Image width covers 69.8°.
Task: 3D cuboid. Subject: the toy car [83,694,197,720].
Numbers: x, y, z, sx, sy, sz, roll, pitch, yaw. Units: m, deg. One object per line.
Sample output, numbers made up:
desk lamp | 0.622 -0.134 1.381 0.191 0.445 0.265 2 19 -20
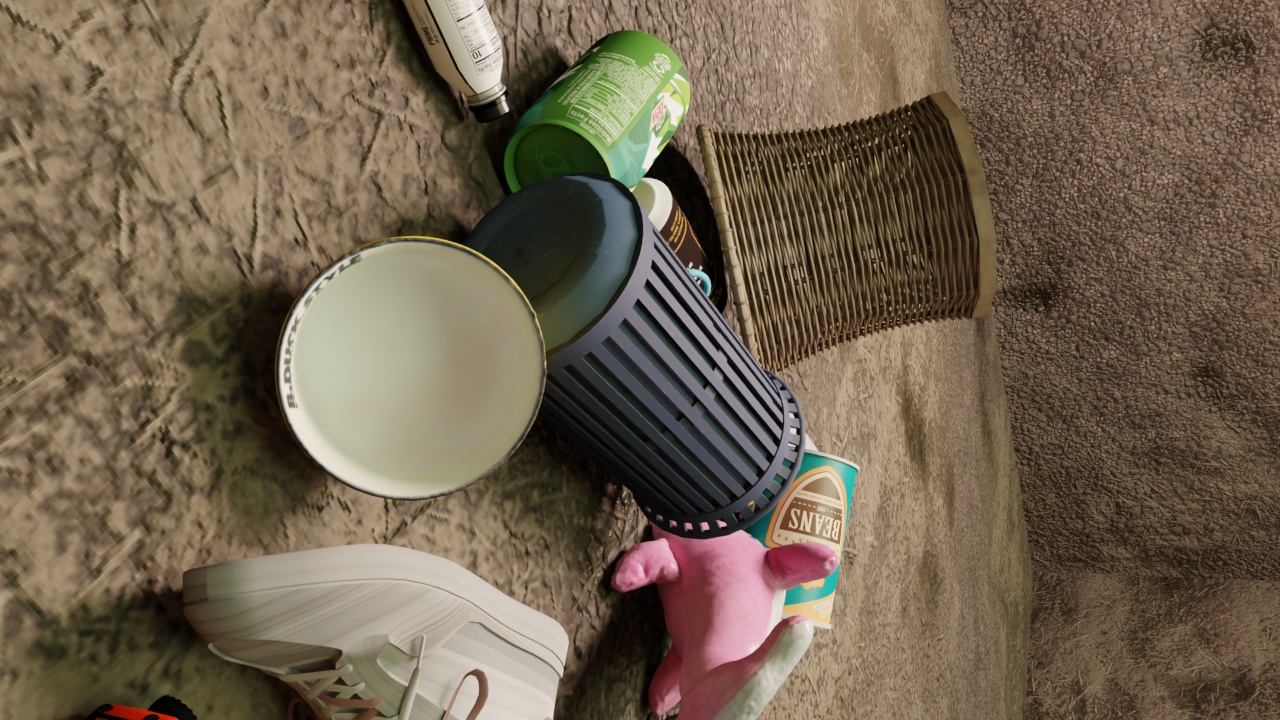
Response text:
toy car | -0.187 0.158 0.301 0.100 0.051 0.049 -50 131 -53

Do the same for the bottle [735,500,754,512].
bottle | 0.064 0.074 0.775 0.056 0.056 0.105 -61 138 -46

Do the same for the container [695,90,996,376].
container | 0.166 -0.107 0.767 0.226 0.196 0.227 -11 89 -83

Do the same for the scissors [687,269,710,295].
scissors | -0.003 -0.045 0.637 0.015 0.118 0.139 64 5 35

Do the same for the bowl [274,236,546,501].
bowl | -0.108 0.001 0.431 0.117 0.068 0.117 -3 99 -19

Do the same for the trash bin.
trash bin | -0.004 0.003 0.576 0.249 0.139 0.139 47 47 -48

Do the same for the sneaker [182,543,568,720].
sneaker | -0.104 0.151 0.409 0.236 0.099 0.089 45 34 -53

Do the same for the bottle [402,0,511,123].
bottle | -0.105 -0.190 0.512 0.116 0.041 0.041 67 34 -31

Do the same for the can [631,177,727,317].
can | 0.013 -0.071 0.684 0.128 0.072 0.071 51 44 -47

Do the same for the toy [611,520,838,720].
toy | 0.042 0.177 0.662 0.128 0.187 0.265 41 13 -4

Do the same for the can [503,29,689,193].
can | -0.026 -0.154 0.608 0.143 0.083 0.083 -61 138 -45

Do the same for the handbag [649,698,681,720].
handbag | 0.046 0.313 0.727 0.128 0.054 0.079 21 79 -63

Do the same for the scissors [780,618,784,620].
scissors | 0.135 0.284 0.923 0.189 0.015 0.139 50 43 -48

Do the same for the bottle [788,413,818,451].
bottle | 0.136 0.077 0.912 0.195 0.053 0.052 48 46 -49

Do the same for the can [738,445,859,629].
can | 0.134 0.157 0.826 0.099 0.099 0.143 33 67 -56
